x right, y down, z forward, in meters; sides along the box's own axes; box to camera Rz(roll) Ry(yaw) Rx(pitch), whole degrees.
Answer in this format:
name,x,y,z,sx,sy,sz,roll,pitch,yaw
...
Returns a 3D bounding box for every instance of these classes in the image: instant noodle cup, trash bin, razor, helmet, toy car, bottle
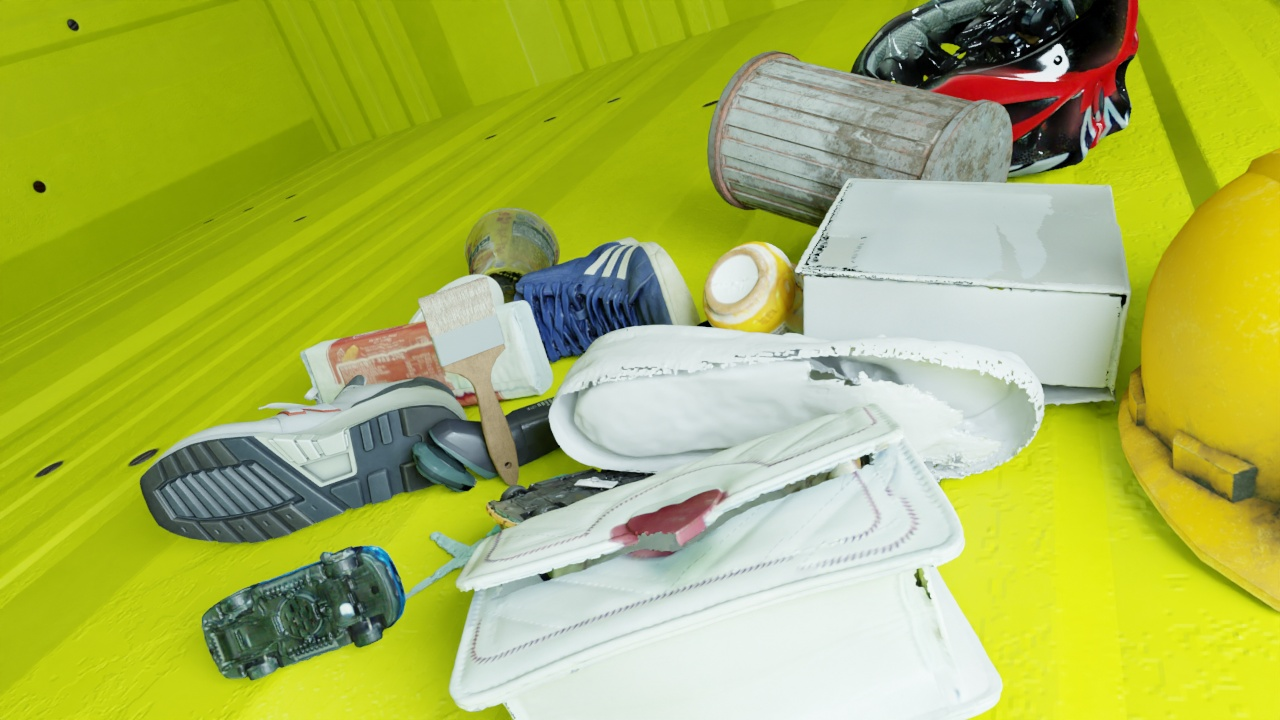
name,x,y,z,sx,sy,sz,roll,pitch,yaw
instant noodle cup,-0.132,-0.086,0.924,0.102,0.102,0.108,-18,32,7
trash bin,0.160,-0.161,0.718,0.130,0.131,0.211,-35,44,-29
razor,-0.086,0.050,0.638,0.142,0.052,0.047,-21,21,-13
helmet,0.308,-0.260,0.816,0.217,0.167,0.272,-35,30,-4
toy car,-0.027,0.086,0.500,0.111,0.047,0.047,-10,12,-33
toy car,-0.188,0.139,0.519,0.120,0.056,0.043,-21,0,13
bottle,0.089,-0.030,0.589,0.063,0.108,0.063,-19,59,34
helmet,0.301,-0.025,0.370,0.206,0.131,0.254,-8,26,29

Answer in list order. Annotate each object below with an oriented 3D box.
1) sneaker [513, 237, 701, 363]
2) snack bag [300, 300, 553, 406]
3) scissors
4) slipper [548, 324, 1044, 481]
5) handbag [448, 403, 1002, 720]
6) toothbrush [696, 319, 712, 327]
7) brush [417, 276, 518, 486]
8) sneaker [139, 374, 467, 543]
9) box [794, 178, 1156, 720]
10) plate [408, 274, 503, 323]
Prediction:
name,x,y,z,sx,sy,sz,roll,pitch,yaw
sneaker,-0.039,-0.039,0.730,0.118,0.091,0.233,-19,22,-7
snack bag,-0.183,0.006,0.775,0.226,0.077,0.041,-9,15,27
scissors,-0.083,0.113,0.547,0.135,0.015,0.135,-36,24,-18
slipper,0.077,0.020,0.481,0.247,0.112,0.074,0,54,17
handbag,0.029,0.094,0.386,0.198,0.096,0.141,-21,22,5
toothbrush,-0.004,0.004,0.652,0.168,0.014,0.014,-26,5,38
brush,-0.102,0.020,0.592,0.045,0.143,0.008,-21,23,-21
sneaker,-0.242,0.064,0.704,0.240,0.089,0.124,-11,20,2
box,0.236,0.081,0.595,0.172,0.404,0.168,-7,24,28
plate,-0.181,-0.025,0.839,0.135,0.011,0.134,-21,49,26
